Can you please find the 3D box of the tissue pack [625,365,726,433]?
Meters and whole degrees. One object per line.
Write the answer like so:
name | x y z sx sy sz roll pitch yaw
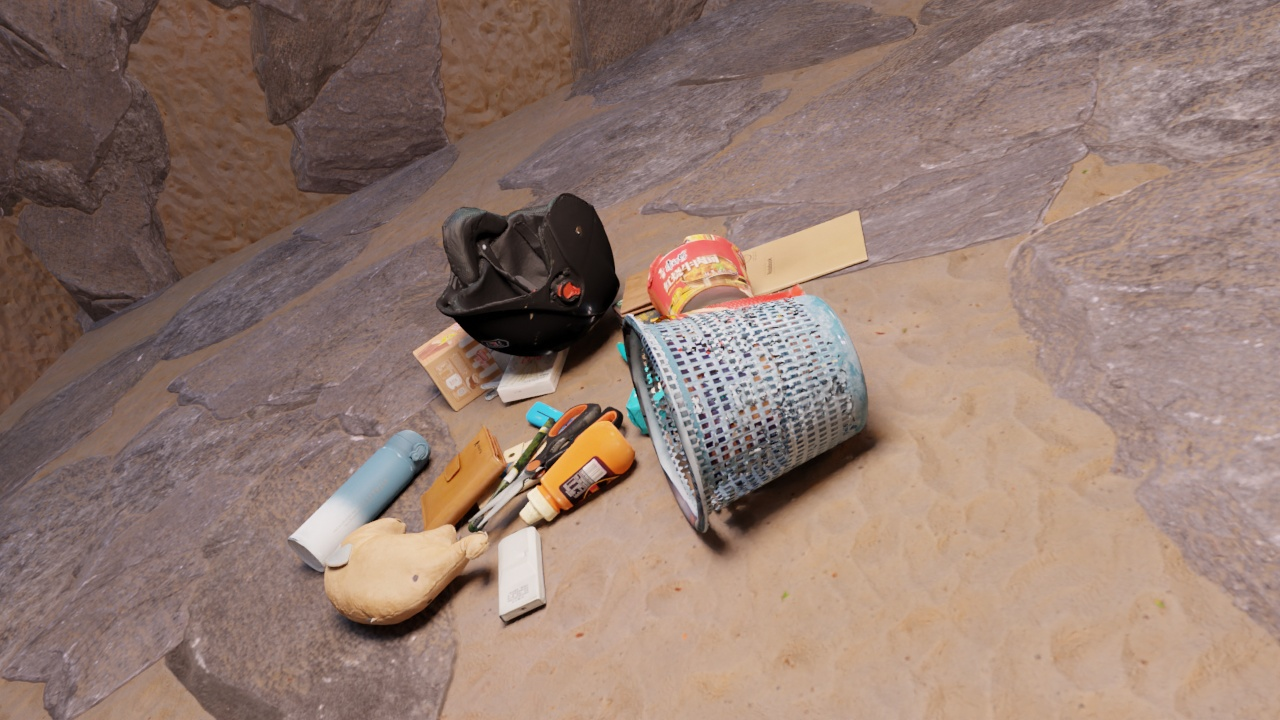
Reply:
tissue pack | 0.053 0.037 1.104 0.134 0.050 0.093 -13 30 25

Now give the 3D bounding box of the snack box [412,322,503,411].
snack box | -0.281 0.006 1.417 0.094 0.093 0.077 -36 28 -13

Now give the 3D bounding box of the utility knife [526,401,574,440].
utility knife | -0.090 0.088 1.188 0.034 0.018 0.203 -41 31 -23

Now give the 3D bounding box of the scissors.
scissors | -0.123 0.123 1.118 0.234 0.022 0.161 -29 25 -7

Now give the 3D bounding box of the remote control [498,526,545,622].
remote control | -0.130 0.227 0.988 0.049 0.024 0.124 -27 28 4

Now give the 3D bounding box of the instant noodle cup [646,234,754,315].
instant noodle cup | 0.087 -0.078 1.189 0.138 0.138 0.108 -26 37 5

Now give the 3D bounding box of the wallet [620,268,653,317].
wallet | 0.026 -0.108 1.302 0.115 0.020 0.101 -19 32 18

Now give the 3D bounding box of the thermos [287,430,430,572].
thermos | -0.373 0.183 1.240 0.070 0.070 0.219 1 40 44

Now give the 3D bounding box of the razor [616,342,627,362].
razor | -0.007 0.007 1.233 0.043 0.028 0.132 -58 28 13

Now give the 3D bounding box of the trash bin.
trash bin | 0.109 0.034 0.917 0.195 0.227 0.226 -18 27 -7

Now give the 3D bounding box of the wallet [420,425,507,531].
wallet | -0.225 0.154 1.155 0.132 0.031 0.108 -47 27 4

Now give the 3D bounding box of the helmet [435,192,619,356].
helmet | -0.156 -0.115 1.307 0.234 0.230 0.273 1 45 42

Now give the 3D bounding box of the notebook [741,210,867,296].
notebook | 0.214 -0.143 1.300 0.208 0.008 0.147 -18 30 19

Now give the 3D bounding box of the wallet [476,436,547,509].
wallet | -0.156 0.138 1.162 0.115 0.024 0.087 -29 33 3

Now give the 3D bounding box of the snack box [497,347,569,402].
snack box | -0.155 0.001 1.373 0.085 0.027 0.156 -13 32 16

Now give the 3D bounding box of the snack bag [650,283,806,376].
snack bag | 0.124 -0.034 1.077 0.207 0.073 0.128 -10 40 -17

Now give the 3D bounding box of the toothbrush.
toothbrush | -0.153 0.138 1.125 0.017 0.012 0.185 1 43 38

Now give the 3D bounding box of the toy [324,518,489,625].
toy | -0.262 0.237 1.033 0.226 0.082 0.143 -4 45 34

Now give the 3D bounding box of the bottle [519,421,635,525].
bottle | -0.077 0.135 1.055 0.149 0.067 0.067 -40 29 -5

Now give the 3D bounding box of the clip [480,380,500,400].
clip | -0.211 0.038 1.381 0.056 0.026 0.024 -22 32 -7

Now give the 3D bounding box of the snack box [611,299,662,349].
snack box | 0.027 -0.076 1.324 0.113 0.053 0.125 -33 33 -7
